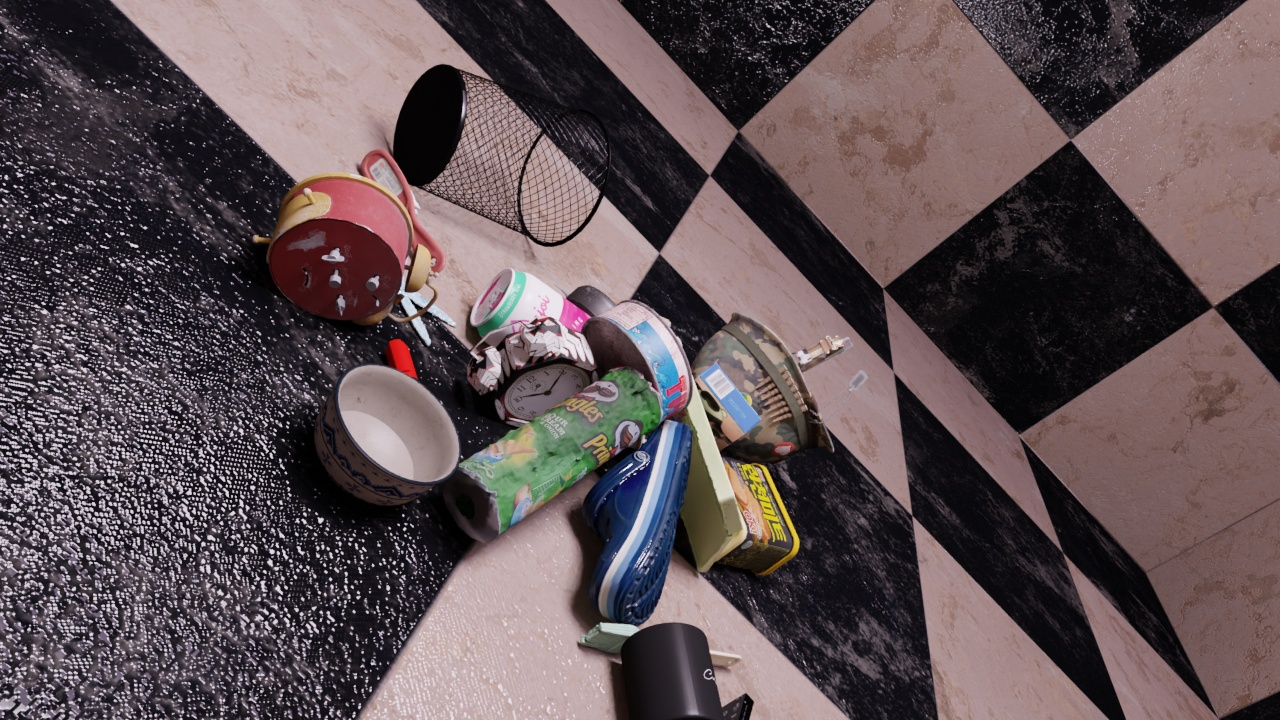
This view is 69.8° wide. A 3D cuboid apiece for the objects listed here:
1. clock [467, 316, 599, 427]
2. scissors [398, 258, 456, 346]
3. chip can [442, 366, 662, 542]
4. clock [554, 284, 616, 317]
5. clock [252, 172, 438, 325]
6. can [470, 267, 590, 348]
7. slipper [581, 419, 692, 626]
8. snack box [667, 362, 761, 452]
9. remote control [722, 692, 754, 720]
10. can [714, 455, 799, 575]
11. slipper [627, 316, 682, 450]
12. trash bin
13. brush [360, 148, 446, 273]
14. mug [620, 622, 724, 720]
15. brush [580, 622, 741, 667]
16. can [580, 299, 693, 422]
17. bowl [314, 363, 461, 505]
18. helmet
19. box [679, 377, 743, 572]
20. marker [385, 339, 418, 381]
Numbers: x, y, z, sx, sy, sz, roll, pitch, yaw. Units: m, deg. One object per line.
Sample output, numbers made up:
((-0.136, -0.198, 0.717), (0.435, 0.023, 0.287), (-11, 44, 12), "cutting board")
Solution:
((-0.109, 0.003, 0.912), (0.154, 0.115, 0.065), (46, 18, -51), "clock")
((-0.260, -0.085, 0.922), (0.167, 0.014, 0.170), (6, 52, -59), "scissors")
((-0.075, 0.079, 0.827), (0.222, 0.076, 0.075), (-31, 81, -43), "chip can")
((-0.053, -0.042, 1.105), (0.123, 0.043, 0.091), (33, -24, 34), "clock")
((-0.252, -0.083, 0.811), (0.159, 0.117, 0.081), (39, 29, -35), "clock")
((-0.099, -0.026, 1.012), (0.166, 0.088, 0.088), (35, 27, -28), "can")
((-0.008, 0.154, 0.907), (0.095, 0.105, 0.252), (12, 38, 9), "slipper")
((0.084, 0.068, 1.130), (0.033, 0.154, 0.088), (-35, 84, -24), "snack box")
((0.072, 0.351, 0.812), (0.013, 0.034, 0.149), (48, 24, -2), "remote control")
((0.114, 0.181, 1.092), (0.101, 0.073, 0.130), (21, 36, -42), "can")
((0.019, 0.022, 1.128), (0.054, 0.115, 0.272), (11, 25, 1), "slipper")
((-0.175, -0.256, 1.130), (0.209, 0.184, 0.184), (13, 42, -44), "trash bin")
((-0.256, -0.161, 1.014), (0.172, 0.041, 0.030), (58, 8, 17), "brush")
((0.033, 0.295, 0.794), (0.087, 0.078, 0.114), (-101, 168, -48), "mug")
((0.028, 0.272, 0.862), (0.217, 0.033, 0.012), (28, 33, -43), "brush")
((-0.006, 0.006, 0.940), (0.044, 0.130, 0.130), (-30, 77, -28), "can")
((-0.207, 0.066, 0.729), (0.115, 0.059, 0.115), (38, 26, -23), "bowl")
((0.189, 0.031, 1.238), (0.224, 0.236, 0.192), (42, -1, 9), "helmet")
((0.069, 0.123, 1.028), (0.048, 0.141, 0.187), (0, 40, -16), "box")
((-0.201, 0.044, 0.817), (0.021, 0.024, 0.145), (-14, 57, -17), "marker")
